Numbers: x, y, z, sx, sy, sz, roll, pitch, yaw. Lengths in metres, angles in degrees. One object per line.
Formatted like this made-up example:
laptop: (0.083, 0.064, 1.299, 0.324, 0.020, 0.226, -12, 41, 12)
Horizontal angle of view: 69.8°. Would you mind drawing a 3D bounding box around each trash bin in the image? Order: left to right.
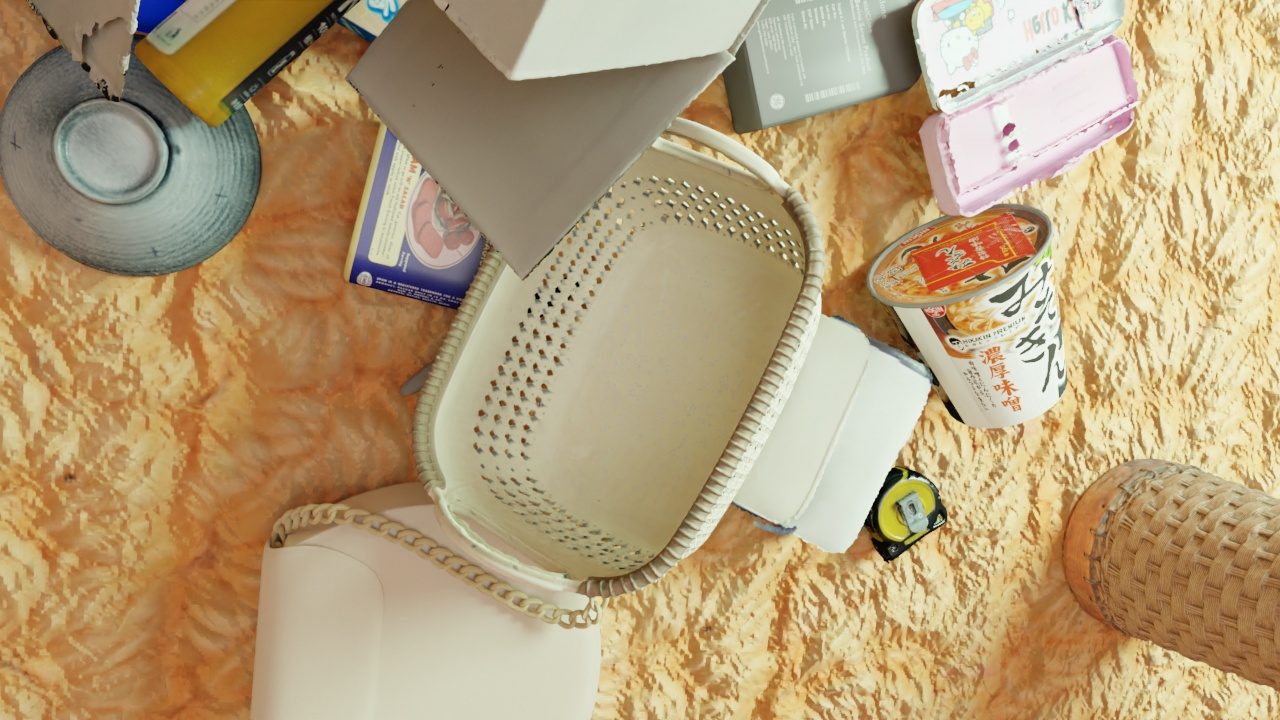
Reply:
trash bin: (0.451, 0.170, 0.685, 0.151, 0.210, 0.151, -3, 100, -16)

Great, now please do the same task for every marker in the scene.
marker: (-0.095, -0.016, 0.592, 0.138, 0.022, 0.016, -34, 110, -10)

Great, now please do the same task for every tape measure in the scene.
tape measure: (0.197, 0.112, 0.692, 0.061, 0.034, 0.061, -35, 105, -10)

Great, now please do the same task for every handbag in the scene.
handbag: (-0.130, 0.186, 0.572, 0.208, 0.103, 0.211, 5, 96, -13)
handbag: (0.094, 0.034, 0.631, 0.176, 0.074, 0.151, 28, 90, -9)

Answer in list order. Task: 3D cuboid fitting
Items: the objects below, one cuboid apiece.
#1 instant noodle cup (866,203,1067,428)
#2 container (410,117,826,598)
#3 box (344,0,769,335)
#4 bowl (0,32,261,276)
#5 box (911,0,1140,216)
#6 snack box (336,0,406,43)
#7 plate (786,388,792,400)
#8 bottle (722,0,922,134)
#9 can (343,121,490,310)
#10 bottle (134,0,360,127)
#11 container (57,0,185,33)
instant noodle cup: (0.240, -0.026, 0.646, 0.123, 0.123, 0.122, -34, 115, -9)
container: (-0.003, 0.003, 0.523, 0.185, 0.142, 0.246, 28, 90, 23)
box: (-0.071, -0.136, 0.521, 0.173, 0.423, 0.167, -35, 76, -24)
bowl: (-0.283, -0.113, 0.502, 0.137, 0.057, 0.137, -3, 100, -16)
box: (0.270, -0.202, 0.642, 0.200, 0.038, 0.152, -28, 107, -23)
snack box: (-0.103, -0.208, 0.552, 0.151, 0.034, 0.087, 28, 90, -19)
plate: (0.050, -0.001, 0.602, 0.104, 0.026, 0.104, -1, 86, 11)
bottle: (0.141, -0.214, 0.617, 0.173, 0.046, 0.084, -17, 103, -13)
can: (-0.120, -0.089, 0.555, 0.092, 0.056, 0.116, 14, 94, -17)
bottle: (-0.177, -0.205, 0.486, 0.186, 0.053, 0.053, -45, 108, -6)
container: (-0.282, -0.228, 0.475, 0.114, 0.058, 0.096, 20, 102, -16)
